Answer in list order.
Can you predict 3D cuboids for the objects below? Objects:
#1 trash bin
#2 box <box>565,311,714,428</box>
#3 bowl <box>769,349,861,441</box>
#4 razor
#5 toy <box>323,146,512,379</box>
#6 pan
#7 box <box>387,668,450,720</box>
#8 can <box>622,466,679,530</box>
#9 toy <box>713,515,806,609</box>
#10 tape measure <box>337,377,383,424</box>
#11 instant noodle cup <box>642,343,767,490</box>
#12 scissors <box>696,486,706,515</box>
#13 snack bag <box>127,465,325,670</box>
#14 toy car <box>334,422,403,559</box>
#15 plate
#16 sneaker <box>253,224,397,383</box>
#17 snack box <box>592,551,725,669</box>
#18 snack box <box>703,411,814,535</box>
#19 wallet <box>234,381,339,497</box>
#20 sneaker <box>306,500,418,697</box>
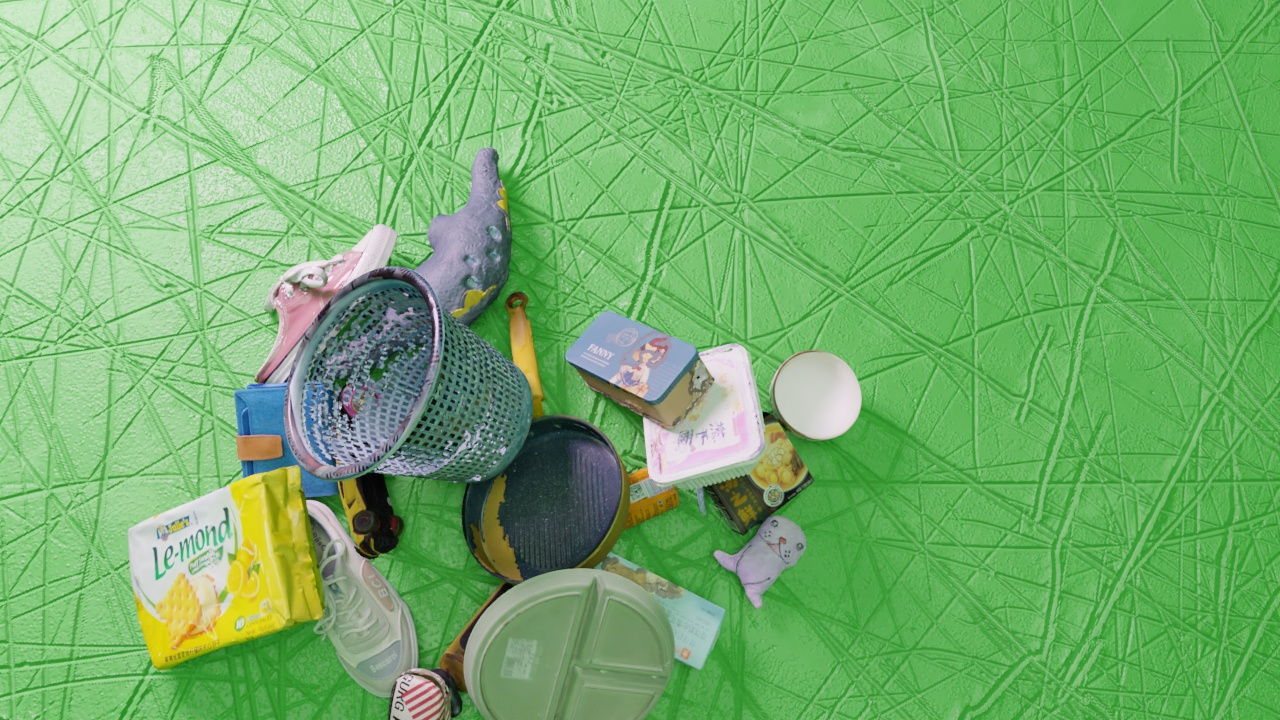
[{"bbox_3d":[-0.230,0.041,0.987,0.227,0.195,0.226,-15,62,30],"label":"trash bin"},{"bbox_3d":[-0.006,0.006,1.082,0.184,0.062,0.089,23,66,41],"label":"box"},{"bbox_3d":[0.211,0.048,1.146,0.113,0.062,0.113,2,76,-9],"label":"bowl"},{"bbox_3d":[-0.181,0.310,1.017,0.062,0.068,0.167,29,65,18],"label":"razor"},{"bbox_3d":[-0.235,-0.104,1.103,0.138,0.091,0.355,29,70,12],"label":"toy"},{"bbox_3d":[-0.121,0.082,1.056,0.198,0.078,0.356,-16,57,14],"label":"pan"},{"bbox_3d":[-0.231,0.400,0.967,0.072,0.060,0.164,18,106,35],"label":"box"},{"bbox_3d":[-0.029,0.171,1.074,0.146,0.058,0.058,-22,80,-11],"label":"can"},{"bbox_3d":[0.150,0.231,1.100,0.108,0.039,0.084,-40,80,-15],"label":"toy"},{"bbox_3d":[-0.324,0.050,1.073,0.057,0.039,0.057,12,79,-9],"label":"tape measure"},{"bbox_3d":[0.077,0.073,1.065,0.138,0.060,0.173,-17,47,13],"label":"instant noodle cup"},{"bbox_3d":[0.072,0.123,1.130,0.133,0.017,0.133,-7,81,-11],"label":"scissors"},{"bbox_3d":[-0.428,0.219,0.950,0.247,0.068,0.158,-21,76,24],"label":"snack bag"},{"bbox_3d":[-0.308,0.144,1.025,0.041,0.071,0.155,-22,71,7],"label":"toy car"},{"bbox_3d":[-0.073,0.328,0.982,0.230,0.027,0.230,-3,110,-9],"label":"plate"},{"bbox_3d":[-0.378,-0.073,1.066,0.088,0.118,0.240,39,77,-19],"label":"sneaker"},{"bbox_3d":[0.005,0.284,1.056,0.175,0.052,0.074,27,73,-1],"label":"snack box"},{"bbox_3d":[0.127,0.126,1.108,0.113,0.053,0.125,-35,99,-12],"label":"snack box"},{"bbox_3d":[-0.395,0.091,1.028,0.106,0.040,0.133,-3,101,-13],"label":"wallet"},{"bbox_3d":[-0.318,0.254,0.993,0.089,0.091,0.242,-33,83,-15],"label":"sneaker"}]
